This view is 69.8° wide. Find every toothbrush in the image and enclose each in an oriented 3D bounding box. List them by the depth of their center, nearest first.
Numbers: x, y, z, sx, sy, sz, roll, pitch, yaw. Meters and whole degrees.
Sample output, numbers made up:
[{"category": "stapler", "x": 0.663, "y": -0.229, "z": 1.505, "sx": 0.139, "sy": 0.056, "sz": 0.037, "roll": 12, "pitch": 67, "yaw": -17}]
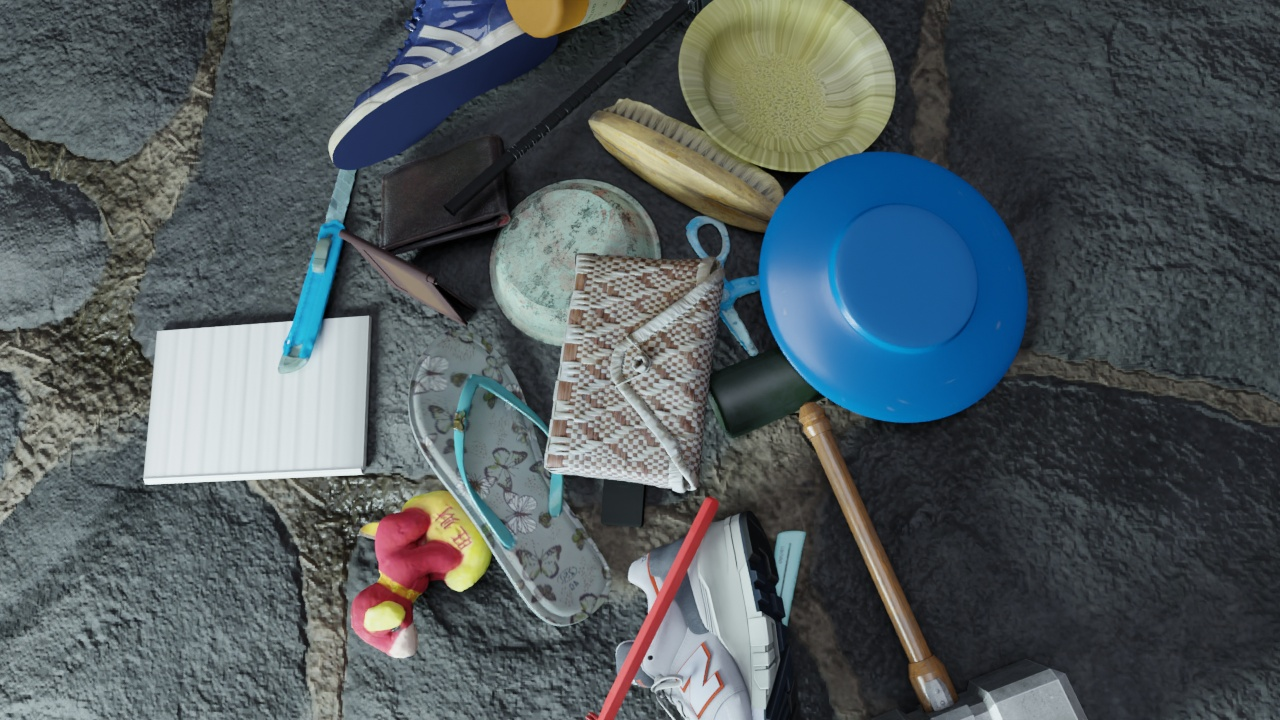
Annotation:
[{"category": "toothbrush", "x": 0.003, "y": 0.195, "z": 0.673, "sx": 0.018, "sy": 0.012, "sz": 0.212, "roll": 20, "pitch": 80, "yaw": 45}]

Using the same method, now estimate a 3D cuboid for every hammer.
[{"category": "hammer", "x": 0.187, "y": 0.176, "z": 0.676, "sx": 0.163, "sy": 0.083, "sz": 0.317, "roll": -23, "pitch": 75, "yaw": 4}, {"category": "hammer", "x": -0.042, "y": -0.230, "z": 0.793, "sx": 0.095, "sy": 0.015, "sz": 0.324, "roll": 39, "pitch": 74, "yaw": 23}]

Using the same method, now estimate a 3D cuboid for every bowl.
[{"category": "bowl", "x": -0.061, "y": -0.091, "z": 0.796, "sx": 0.157, "sy": 0.038, "sz": 0.157, "roll": -2, "pitch": 78, "yaw": 9}]

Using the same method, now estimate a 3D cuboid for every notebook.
[{"category": "notebook", "x": -0.346, "y": 0.036, "z": 0.831, "sx": 0.210, "sy": 0.009, "sz": 0.142, "roll": -4, "pitch": 77, "yaw": 8}]

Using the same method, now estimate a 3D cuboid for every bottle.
[{"category": "bottle", "x": 0.140, "y": 0.005, "z": 0.737, "sx": 0.174, "sy": 0.055, "sz": 0.055, "roll": -23, "pitch": 75, "yaw": -2}, {"category": "bottle", "x": -0.042, "y": -0.337, "z": 0.808, "sx": 0.068, "sy": 0.068, "sz": 0.156, "roll": 42, "pitch": 51, "yaw": 15}]

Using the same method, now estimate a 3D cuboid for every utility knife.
[{"category": "utility knife", "x": 0.105, "y": 0.215, "z": 0.719, "sx": 0.022, "sy": 0.015, "sz": 0.166, "roll": 10, "pitch": 83, "yaw": 10}, {"category": "utility knife", "x": -0.293, "y": -0.092, "z": 0.844, "sx": 0.031, "sy": 0.015, "sz": 0.221, "roll": 7, "pitch": 73, "yaw": 7}]

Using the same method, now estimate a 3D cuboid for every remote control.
[{"category": "remote control", "x": -0.010, "y": 0.063, "z": 0.768, "sx": 0.034, "sy": 0.013, "sz": 0.150, "roll": 2, "pitch": 78, "yaw": 10}]

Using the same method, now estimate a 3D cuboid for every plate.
[{"category": "plate", "x": 0.205, "y": -0.064, "z": 0.721, "sx": 0.224, "sy": 0.024, "sz": 0.224, "roll": 2, "pitch": 78, "yaw": -8}, {"category": "plate", "x": 0.122, "y": -0.236, "z": 0.789, "sx": 0.184, "sy": 0.036, "sz": 0.184, "roll": 1, "pitch": 73, "yaw": -5}]

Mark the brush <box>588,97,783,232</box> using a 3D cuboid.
[{"category": "brush", "x": 0.040, "y": -0.169, "z": 0.787, "sx": 0.195, "sy": 0.059, "sz": 0.043, "roll": 32, "pitch": 71, "yaw": 17}]

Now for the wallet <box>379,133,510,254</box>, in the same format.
[{"category": "wallet", "x": -0.174, "y": -0.146, "z": 0.818, "sx": 0.120, "sy": 0.031, "sz": 0.099, "roll": -15, "pitch": 55, "yaw": 8}]

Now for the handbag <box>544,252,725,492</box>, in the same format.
[{"category": "handbag", "x": -0.004, "y": 0.004, "z": 0.717, "sx": 0.124, "sy": 0.047, "sz": 0.185, "roll": 5, "pitch": 80, "yaw": 19}]

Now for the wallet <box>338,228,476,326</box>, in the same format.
[{"category": "wallet", "x": -0.192, "y": -0.068, "z": 0.773, "sx": 0.091, "sy": 0.115, "sz": 0.018, "roll": 27, "pitch": 82, "yaw": 13}]

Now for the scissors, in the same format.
[{"category": "scissors", "x": 0.057, "y": -0.056, "z": 0.785, "sx": 0.140, "sy": 0.011, "sz": 0.134, "roll": -29, "pitch": 77, "yaw": 2}]

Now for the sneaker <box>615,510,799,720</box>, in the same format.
[{"category": "sneaker", "x": 0.046, "y": 0.239, "z": 0.688, "sx": 0.124, "sy": 0.089, "sz": 0.239, "roll": -11, "pitch": 68, "yaw": 21}]

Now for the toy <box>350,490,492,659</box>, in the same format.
[{"category": "toy", "x": -0.187, "y": 0.167, "z": 0.751, "sx": 0.105, "sy": 0.067, "sz": 0.137, "roll": 33, "pitch": 78, "yaw": 12}]

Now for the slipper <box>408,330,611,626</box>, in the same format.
[{"category": "slipper", "x": -0.112, "y": 0.090, "z": 0.744, "sx": 0.098, "sy": 0.055, "sz": 0.268, "roll": -24, "pitch": 76, "yaw": -21}]

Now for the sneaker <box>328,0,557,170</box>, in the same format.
[{"category": "sneaker", "x": -0.205, "y": -0.285, "z": 0.833, "sx": 0.233, "sy": 0.091, "sz": 0.118, "roll": -31, "pitch": 80, "yaw": 1}]
